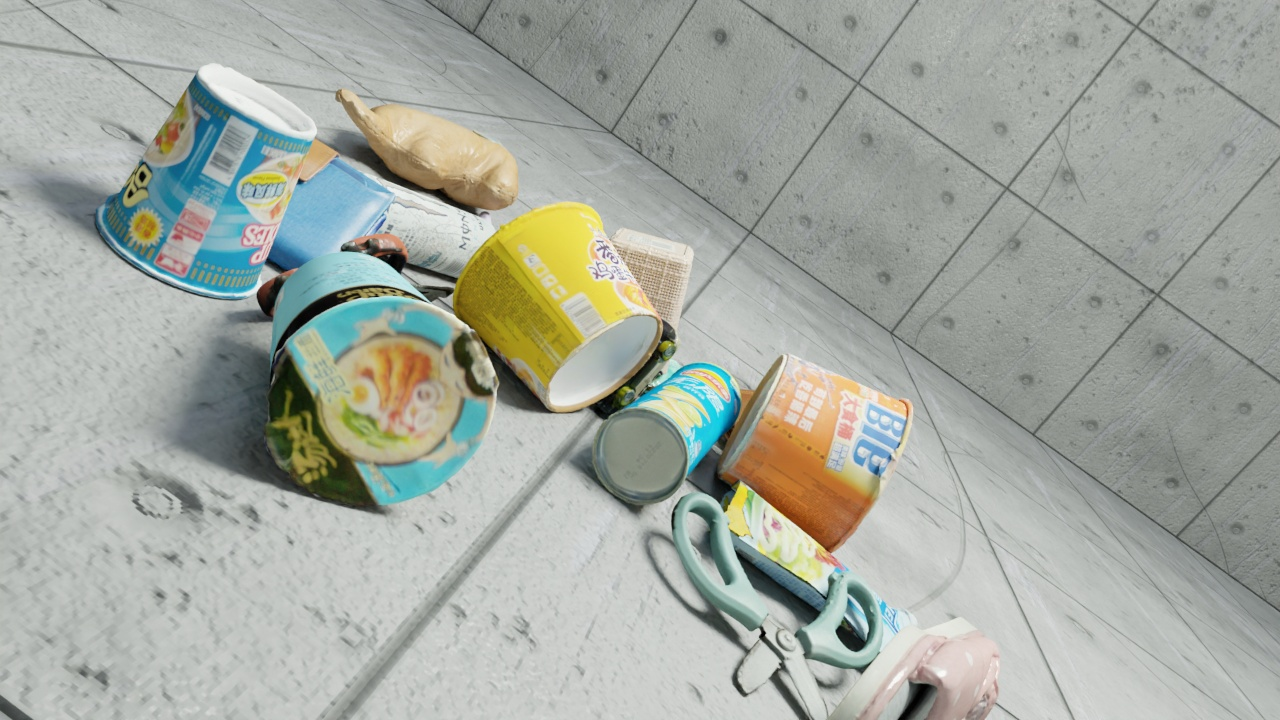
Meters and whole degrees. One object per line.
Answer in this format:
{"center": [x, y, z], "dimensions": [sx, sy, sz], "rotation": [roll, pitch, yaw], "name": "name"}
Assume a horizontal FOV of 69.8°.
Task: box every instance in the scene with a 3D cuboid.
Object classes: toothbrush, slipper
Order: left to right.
{"center": [-0.159, -0.134, 0.940], "dimensions": [0.029, 0.021, 0.189], "rotation": [-8, 18, -8], "name": "toothbrush"}
{"center": [0.151, 0.194, 0.502], "dimensions": [0.054, 0.114, 0.274], "rotation": [40, 9, 28], "name": "slipper"}

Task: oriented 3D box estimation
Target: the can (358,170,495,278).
{"center": [-0.190, -0.110, 0.763], "dimensions": [0.146, 0.058, 0.058], "rotation": [16, 25, -50], "name": "can"}

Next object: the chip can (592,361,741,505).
{"center": [0.028, 0.051, 0.724], "dimensions": [0.071, 0.071, 0.210], "rotation": [38, 16, 7], "name": "chip can"}

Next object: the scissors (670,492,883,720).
{"center": [0.083, 0.147, 0.596], "dimensions": [0.180, 0.019, 0.169], "rotation": [47, 33, 17], "name": "scissors"}

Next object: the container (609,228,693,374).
{"center": [-0.002, -0.059, 0.863], "dimensions": [0.090, 0.111, 0.090], "rotation": [15, 16, 2], "name": "container"}

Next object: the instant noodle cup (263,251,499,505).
{"center": [-0.144, -0.002, 0.480], "dimensions": [0.111, 0.111, 0.120], "rotation": [25, 11, -33], "name": "instant noodle cup"}

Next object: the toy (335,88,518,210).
{"center": [-0.233, -0.229, 0.979], "dimensions": [0.225, 0.082, 0.143], "rotation": [17, 12, -42], "name": "toy"}

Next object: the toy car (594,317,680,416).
{"center": [-0.004, 0.004, 0.758], "dimensions": [0.042, 0.090, 0.035], "rotation": [41, 0, 29], "name": "toy car"}

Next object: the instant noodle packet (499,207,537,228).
{"center": [-0.090, -0.103, 0.931], "dimensions": [0.111, 0.044, 0.128], "rotation": [55, 16, -8], "name": "instant noodle packet"}

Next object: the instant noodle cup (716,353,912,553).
{"center": [0.140, 0.071, 0.771], "dimensions": [0.111, 0.151, 0.151], "rotation": [29, 16, 2], "name": "instant noodle cup"}

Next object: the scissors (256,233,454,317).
{"center": [-0.167, -0.055, 0.620], "dimensions": [0.206, 0.193, 0.015], "rotation": [-25, 85, -42], "name": "scissors"}

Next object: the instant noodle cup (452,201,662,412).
{"center": [-0.056, -0.035, 0.704], "dimensions": [0.110, 0.138, 0.137], "rotation": [51, 21, 22], "name": "instant noodle cup"}

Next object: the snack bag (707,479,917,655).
{"center": [0.138, 0.166, 0.685], "dimensions": [0.191, 0.039, 0.110], "rotation": [37, 6, 4], "name": "snack bag"}

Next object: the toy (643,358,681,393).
{"center": [0.031, 0.026, 0.879], "dimensions": [0.096, 0.030, 0.091], "rotation": [36, 20, 9], "name": "toy"}

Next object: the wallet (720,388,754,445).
{"center": [0.133, 0.075, 0.894], "dimensions": [0.124, 0.032, 0.101], "rotation": [9, 37, -28], "name": "wallet"}

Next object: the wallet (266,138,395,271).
{"center": [-0.252, -0.118, 0.643], "dimensions": [0.133, 0.040, 0.106], "rotation": [33, 46, -11], "name": "wallet"}

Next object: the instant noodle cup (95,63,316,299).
{"center": [-0.249, -0.109, 0.543], "dimensions": [0.099, 0.110, 0.099], "rotation": [33, 17, -11], "name": "instant noodle cup"}
